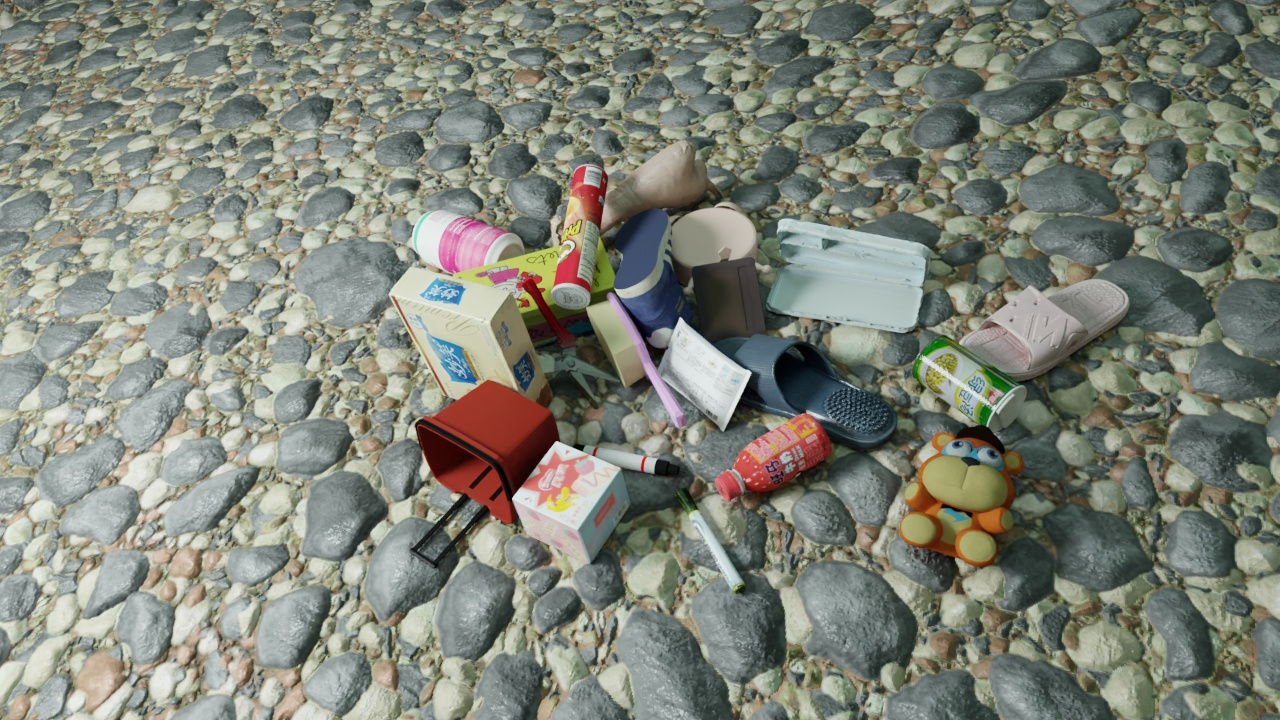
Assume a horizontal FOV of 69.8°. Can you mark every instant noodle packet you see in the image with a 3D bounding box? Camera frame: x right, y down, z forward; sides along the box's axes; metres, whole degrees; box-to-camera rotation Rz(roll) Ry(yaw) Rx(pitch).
[{"bbox_3d":[0.077,0.017,1.166,0.026,0.087,0.134,-4,35,-45],"label":"instant noodle packet"}]

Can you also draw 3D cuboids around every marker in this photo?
[{"bbox_3d":[0.078,0.202,1.040,0.017,0.017,0.146,-24,49,-11],"label":"marker"},{"bbox_3d":[-0.014,0.124,1.125,0.146,0.019,0.019,9,51,18],"label":"marker"}]

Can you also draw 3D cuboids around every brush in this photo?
[{"bbox_3d":[-0.007,0.007,1.182,0.043,0.089,0.228,-26,49,-6],"label":"brush"}]

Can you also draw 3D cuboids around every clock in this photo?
[{"bbox_3d":[0.102,-0.171,1.328,0.131,0.086,0.160,-16,42,-3],"label":"clock"}]

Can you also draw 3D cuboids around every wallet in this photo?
[{"bbox_3d":[0.118,-0.076,1.238,0.091,0.018,0.115,-9,86,2],"label":"wallet"}]

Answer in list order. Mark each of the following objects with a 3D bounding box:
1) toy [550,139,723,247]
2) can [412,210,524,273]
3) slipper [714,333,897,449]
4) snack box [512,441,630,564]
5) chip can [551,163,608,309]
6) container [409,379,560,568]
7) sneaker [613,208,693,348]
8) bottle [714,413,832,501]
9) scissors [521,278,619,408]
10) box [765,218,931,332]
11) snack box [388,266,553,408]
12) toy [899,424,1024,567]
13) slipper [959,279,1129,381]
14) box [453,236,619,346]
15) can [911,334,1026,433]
[{"bbox_3d":[-0.007,-0.222,1.390,0.264,0.196,0.065,-39,54,10],"label":"toy"},{"bbox_3d":[-0.259,-0.169,1.386,0.166,0.088,0.088,22,56,27],"label":"can"},{"bbox_3d":[0.196,0.018,1.138,0.264,0.083,0.101,26,56,29],"label":"slipper"},{"bbox_3d":[-0.079,0.163,1.062,0.095,0.080,0.092,20,55,26],"label":"snack box"},{"bbox_3d":[-0.081,-0.173,1.257,0.052,0.052,0.214,0,59,11],"label":"chip can"},{"bbox_3d":[-0.203,0.132,1.092,0.148,0.127,0.200,24,51,28],"label":"container"},{"bbox_3d":[0.026,-0.112,1.273,0.091,0.118,0.232,-24,28,15],"label":"sneaker"},{"bbox_3d":[0.151,0.118,1.071,0.137,0.062,0.062,-29,50,-13],"label":"bottle"},{"bbox_3d":[-0.127,-0.019,1.214,0.179,0.015,0.196,-10,80,-2],"label":"scissors"},{"bbox_3d":[0.279,-0.124,1.232,0.211,0.106,0.129,9,54,18],"label":"box"},{"bbox_3d":[-0.209,-0.015,1.161,0.153,0.208,0.055,15,55,23],"label":"snack box"},{"bbox_3d":[0.350,0.144,0.996,0.112,0.096,0.175,14,42,23],"label":"toy"},{"bbox_3d":[0.512,-0.050,1.149,0.239,0.064,0.094,-24,49,-13],"label":"slipper"},{"bbox_3d":[-0.142,-0.089,1.298,0.221,0.083,0.124,-16,48,-1],"label":"box"},{"bbox_3d":[0.393,0.028,1.099,0.067,0.067,0.121,-33,51,-18],"label":"can"}]
